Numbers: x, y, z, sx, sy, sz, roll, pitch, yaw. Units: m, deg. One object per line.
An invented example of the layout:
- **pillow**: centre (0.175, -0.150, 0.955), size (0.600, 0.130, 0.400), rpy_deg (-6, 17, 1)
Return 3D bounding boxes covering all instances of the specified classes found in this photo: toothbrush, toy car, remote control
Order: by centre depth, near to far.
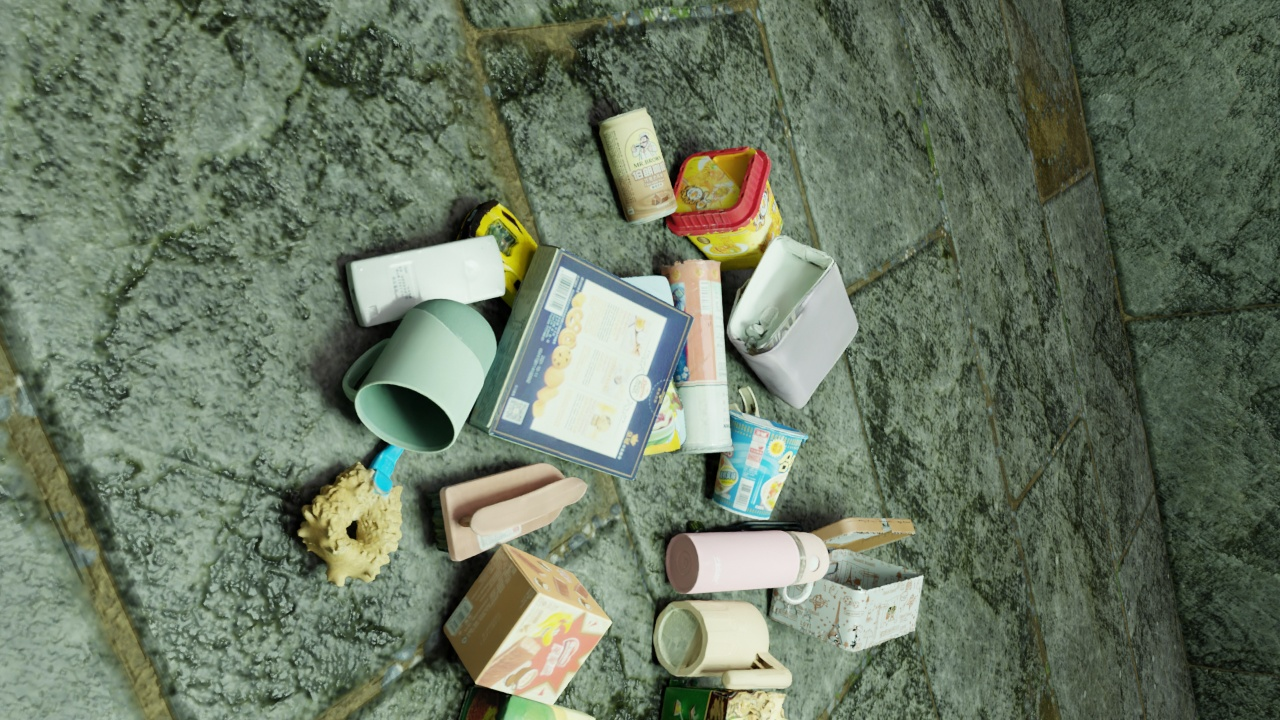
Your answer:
- **remote control**: centre (-0.181, -0.070, 0.786), size (0.134, 0.019, 0.056), rpy_deg (-18, 104, -32)
- **toy car**: centre (-0.114, -0.085, 0.875), size (0.156, 0.041, 0.071), rpy_deg (51, 52, -33)
- **toothbrush**: centre (0.130, 0.208, 1.122), size (0.212, 0.026, 0.027), rpy_deg (12, 42, -46)

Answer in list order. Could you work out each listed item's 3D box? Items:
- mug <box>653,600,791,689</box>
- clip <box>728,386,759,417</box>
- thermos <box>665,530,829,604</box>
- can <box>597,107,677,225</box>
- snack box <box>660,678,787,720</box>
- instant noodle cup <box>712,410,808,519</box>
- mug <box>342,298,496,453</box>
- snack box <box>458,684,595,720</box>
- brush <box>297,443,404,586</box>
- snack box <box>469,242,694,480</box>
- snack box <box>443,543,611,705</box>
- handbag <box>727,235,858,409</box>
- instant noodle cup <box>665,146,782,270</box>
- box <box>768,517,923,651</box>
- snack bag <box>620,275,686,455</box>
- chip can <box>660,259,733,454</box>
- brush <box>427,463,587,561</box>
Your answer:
- **mug**: centre (0.089, 0.313, 0.992), size (0.103, 0.125, 0.084), rpy_deg (17, 102, -44)
- **clip**: centre (0.138, 0.090, 1.140), size (0.103, 0.035, 0.076), rpy_deg (52, 50, -24)
- **thermos**: centre (0.125, 0.238, 1.049), size (0.198, 0.067, 0.087), rpy_deg (7, 92, -34)
- **can**: centre (-0.003, -0.211, 0.999), size (0.058, 0.059, 0.116), rpy_deg (-32, 109, -45)
- **snack box**: centre (0.082, 0.404, 0.982), size (0.118, 0.106, 0.117), rpy_deg (23, 72, -43)
- **instant noodle cup**: centre (0.133, 0.125, 1.075), size (0.099, 0.099, 0.110), rpy_deg (14, 94, -46)
- **mug**: centre (-0.181, 0.008, 0.742), size (0.082, 0.112, 0.106), rpy_deg (77, 22, -43)
- **snack box**: centre (-0.122, 0.412, 0.784), size (0.114, 0.063, 0.239), rpy_deg (35, 61, -39)
- **brush**: centre (-0.196, 0.068, 0.764), size (0.083, 0.046, 0.253), rpy_deg (43, 50, -24)
- **snack box**: centre (-0.051, 0.006, 0.882), size (0.182, 0.046, 0.178), rpy_deg (24, 84, -39)
- **snack box**: centre (-0.098, 0.230, 0.798), size (0.094, 0.077, 0.093), rpy_deg (35, 91, -40)
- **handbag**: centre (0.181, -0.042, 1.111), size (0.145, 0.098, 0.197), rpy_deg (-60, 151, -8)
- **instant noodle cup**: centre (0.108, -0.172, 1.087), size (0.123, 0.116, 0.116), rpy_deg (49, 51, -48)
- **box**: centre (0.266, 0.260, 1.178), size (0.181, 0.149, 0.158), rpy_deg (5, 97, -48)
- **snack bag**: centre (-0.006, 0.006, 0.976), size (0.110, 0.039, 0.191), rpy_deg (-6, 91, -21)
- **chip can**: centre (0.063, -0.003, 1.037), size (0.071, 0.071, 0.214), rpy_deg (1, 84, -48)
- **brush**: centre (-0.115, 0.130, 0.822), size (0.145, 0.073, 0.063), rpy_deg (-11, 92, -50)
